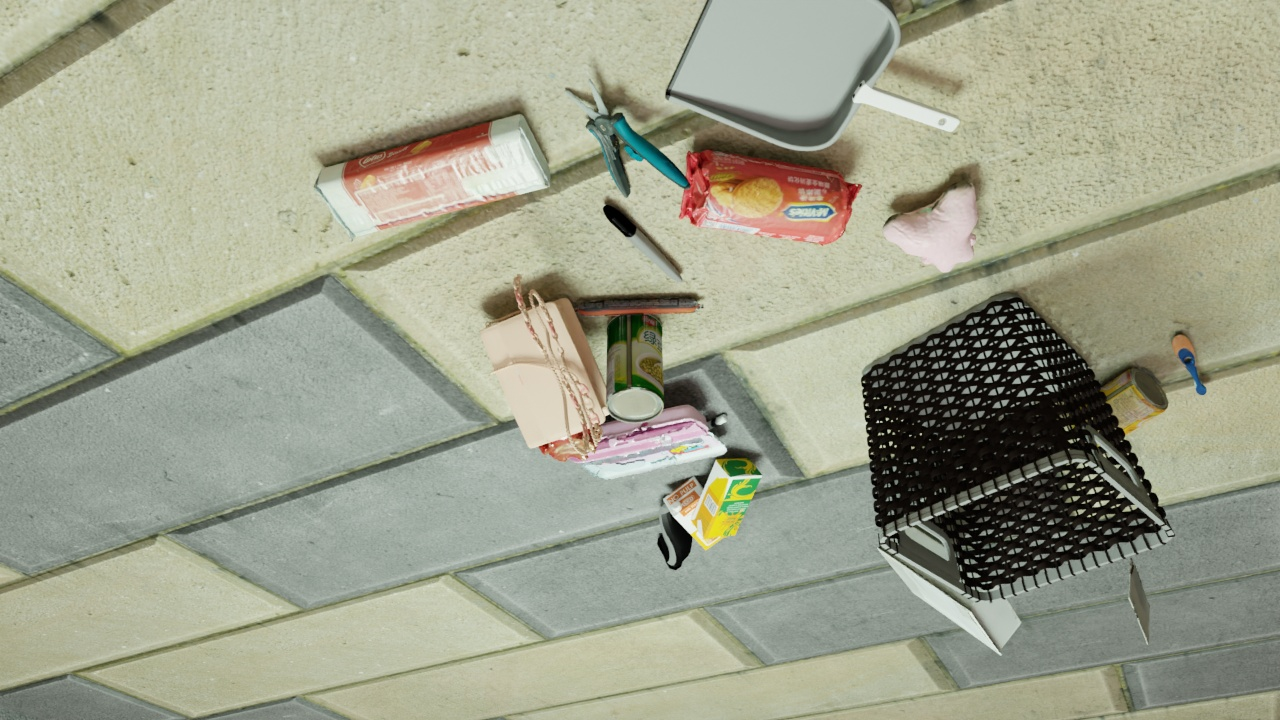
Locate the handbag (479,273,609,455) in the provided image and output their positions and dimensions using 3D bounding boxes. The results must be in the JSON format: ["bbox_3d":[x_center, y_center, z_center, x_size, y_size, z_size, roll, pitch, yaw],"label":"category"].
[{"bbox_3d":[-0.128,0.015,1.014,0.117,0.187,0.199,-21,96,15],"label":"handbag"}]

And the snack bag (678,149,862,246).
[{"bbox_3d":[0.124,-0.160,0.912,0.176,0.082,0.082,8,140,-9],"label":"snack bag"}]

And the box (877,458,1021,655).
[{"bbox_3d":[0.461,0.199,1.380,0.165,0.444,0.167,-12,140,29],"label":"box"}]

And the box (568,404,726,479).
[{"bbox_3d":[0.003,0.113,1.249,0.202,0.041,0.153,-14,156,20],"label":"box"}]

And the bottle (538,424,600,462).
[{"bbox_3d":[-0.092,0.067,1.154,0.099,0.111,0.099,0,141,0],"label":"bottle"}]

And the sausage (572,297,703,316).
[{"bbox_3d":[-0.004,-0.063,1.070,0.155,0.020,0.020,-2,140,2],"label":"sausage"}]

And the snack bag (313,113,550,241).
[{"bbox_3d":[-0.206,-0.181,0.912,0.225,0.041,0.077,-10,139,15],"label":"snack bag"}]

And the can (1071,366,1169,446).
[{"bbox_3d":[0.615,0.062,1.184,0.067,0.067,0.105,19,136,-22],"label":"can"}]

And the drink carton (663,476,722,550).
[{"bbox_3d":[0.089,0.232,1.393,0.058,0.040,0.122,-37,133,2],"label":"drink carton"}]

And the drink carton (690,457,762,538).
[{"bbox_3d":[0.123,0.202,1.331,0.058,0.041,0.123,1,122,-30],"label":"drink carton"}]

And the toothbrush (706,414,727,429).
[{"bbox_3d":[0.048,0.117,1.294,0.187,0.012,0.017,-29,146,31],"label":"toothbrush"}]

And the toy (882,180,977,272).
[{"bbox_3d":[0.314,-0.132,0.958,0.099,0.052,0.096,-28,126,23],"label":"toy"}]

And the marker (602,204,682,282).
[{"bbox_3d":[0.005,-0.123,0.994,0.016,0.022,0.138,-36,129,17],"label":"marker"}]

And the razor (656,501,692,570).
[{"bbox_3d":[0.053,0.271,1.452,0.060,0.057,0.156,24,146,21],"label":"razor"}]

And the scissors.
[{"bbox_3d":[-0.019,-0.204,0.887,0.148,0.019,0.118,37,156,-10],"label":"scissors"}]

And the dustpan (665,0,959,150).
[{"bbox_3d":[0.171,-0.257,0.823,0.257,0.033,0.164,13,139,-16],"label":"dustpan"}]

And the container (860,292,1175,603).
[{"bbox_3d":[0.428,0.107,1.099,0.247,0.243,0.246,32,131,-33],"label":"container"}]

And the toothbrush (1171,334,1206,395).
[{"bbox_3d":[0.692,0.004,1.156,0.022,0.017,0.135,-28,131,24],"label":"toothbrush"}]

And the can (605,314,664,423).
[{"bbox_3d":[-0.006,0.006,1.073,0.067,0.120,0.067,0,141,-1],"label":"can"}]
